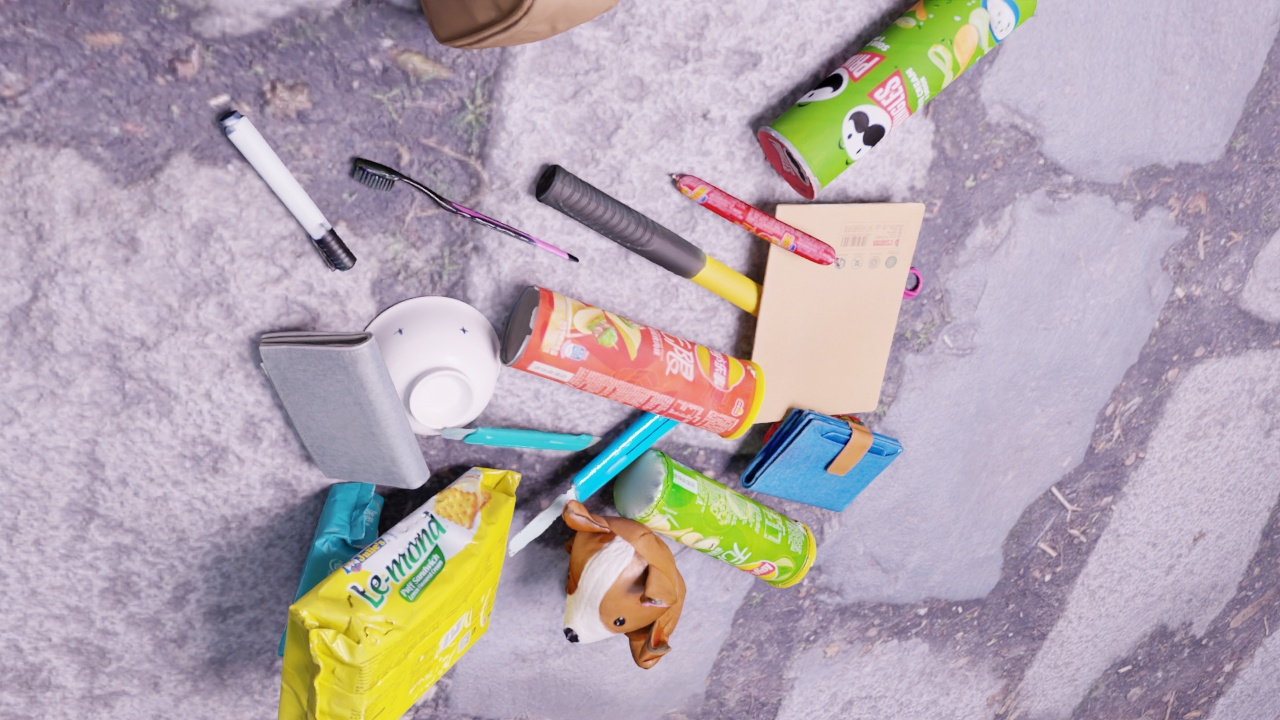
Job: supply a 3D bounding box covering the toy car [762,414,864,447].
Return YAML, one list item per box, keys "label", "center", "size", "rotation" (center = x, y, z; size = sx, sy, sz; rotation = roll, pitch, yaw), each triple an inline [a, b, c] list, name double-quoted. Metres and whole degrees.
- label: "toy car"
  center: [0.171, 0.077, 0.903]
  size: [0.106, 0.031, 0.049]
  rotation: [-5, 130, -17]

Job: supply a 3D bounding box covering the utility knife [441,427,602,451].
- label: "utility knife"
  center: [-0.096, 0.064, 0.762]
  size: [0.029, 0.013, 0.175]
  rotation: [-34, 154, 29]

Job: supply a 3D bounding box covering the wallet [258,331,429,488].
- label: "wallet"
  center: [-0.222, 0.035, 0.689]
  size: [0.107, 0.036, 0.130]
  rotation: [2, 126, 23]

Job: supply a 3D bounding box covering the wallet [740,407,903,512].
- label: "wallet"
  center: [0.175, 0.098, 0.878]
  size: [0.133, 0.040, 0.107]
  rotation: [18, 123, -34]

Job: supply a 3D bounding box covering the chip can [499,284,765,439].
- label: "chip can"
  center: [-0.004, 0.004, 0.755]
  size: [0.216, 0.073, 0.073]
  rotation: [18, 108, -24]

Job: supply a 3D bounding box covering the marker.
- label: "marker"
  center: [-0.243, -0.114, 0.636]
  size: [0.022, 0.018, 0.131]
  rotation: [-29, 125, 5]

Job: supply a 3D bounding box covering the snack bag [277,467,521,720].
- label: "snack bag"
  center: [-0.179, 0.199, 0.721]
  size: [0.245, 0.068, 0.158]
  rotation: [-39, 152, -56]

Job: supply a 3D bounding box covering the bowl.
- label: "bowl"
  center: [-0.159, 0.016, 0.712]
  size: [0.118, 0.064, 0.118]
  rotation: [-10, 119, -18]

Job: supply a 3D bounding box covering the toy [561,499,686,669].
- label: "toy"
  center: [-0.020, 0.200, 0.812]
  size: [0.130, 0.140, 0.200]
  rotation: [-47, 162, -22]

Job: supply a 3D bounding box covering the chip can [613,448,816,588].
- label: "chip can"
  center: [0.072, 0.153, 0.879]
  size: [0.221, 0.072, 0.073]
  rotation: [30, 101, -33]

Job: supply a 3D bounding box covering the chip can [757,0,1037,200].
- label: "chip can"
  center: [0.205, -0.230, 0.734]
  size: [0.236, 0.072, 0.072]
  rotation: [-40, 124, 0]

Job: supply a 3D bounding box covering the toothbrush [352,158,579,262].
- label: "toothbrush"
  center: [-0.127, -0.107, 0.692]
  size: [0.189, 0.014, 0.018]
  rotation: [21, 116, -31]

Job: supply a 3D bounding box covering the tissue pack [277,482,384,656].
- label: "tissue pack"
  center: [-0.245, 0.169, 0.738]
  size: [0.050, 0.093, 0.134]
  rotation: [18, 108, -16]

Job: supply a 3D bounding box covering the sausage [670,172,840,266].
- label: "sausage"
  center: [0.093, -0.113, 0.742]
  size: [0.156, 0.020, 0.020]
  rotation: [27, 105, -2]

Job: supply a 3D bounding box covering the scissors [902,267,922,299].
- label: "scissors"
  center: [0.214, -0.068, 0.848]
  size: [0.133, 0.017, 0.134]
  rotation: [15, 100, -38]

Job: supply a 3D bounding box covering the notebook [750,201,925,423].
- label: "notebook"
  center: [0.169, -0.040, 0.817]
  size: [0.147, 0.008, 0.208]
  rotation: [-5, 119, -20]

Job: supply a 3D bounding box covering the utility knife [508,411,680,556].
- label: "utility knife"
  center: [-0.033, 0.096, 0.809]
  size: [0.218, 0.018, 0.034]
  rotation: [-40, 136, -14]

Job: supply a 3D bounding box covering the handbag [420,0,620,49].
- label: "handbag"
  center: [-0.071, -0.260, 0.525]
  size: [0.099, 0.205, 0.148]
  rotation: [-19, 109, -27]

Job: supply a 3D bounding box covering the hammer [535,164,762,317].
- label: "hammer"
  center: [0.045, -0.081, 0.767]
  size: [0.300, 0.033, 0.129]
  rotation: [25, 104, -32]
